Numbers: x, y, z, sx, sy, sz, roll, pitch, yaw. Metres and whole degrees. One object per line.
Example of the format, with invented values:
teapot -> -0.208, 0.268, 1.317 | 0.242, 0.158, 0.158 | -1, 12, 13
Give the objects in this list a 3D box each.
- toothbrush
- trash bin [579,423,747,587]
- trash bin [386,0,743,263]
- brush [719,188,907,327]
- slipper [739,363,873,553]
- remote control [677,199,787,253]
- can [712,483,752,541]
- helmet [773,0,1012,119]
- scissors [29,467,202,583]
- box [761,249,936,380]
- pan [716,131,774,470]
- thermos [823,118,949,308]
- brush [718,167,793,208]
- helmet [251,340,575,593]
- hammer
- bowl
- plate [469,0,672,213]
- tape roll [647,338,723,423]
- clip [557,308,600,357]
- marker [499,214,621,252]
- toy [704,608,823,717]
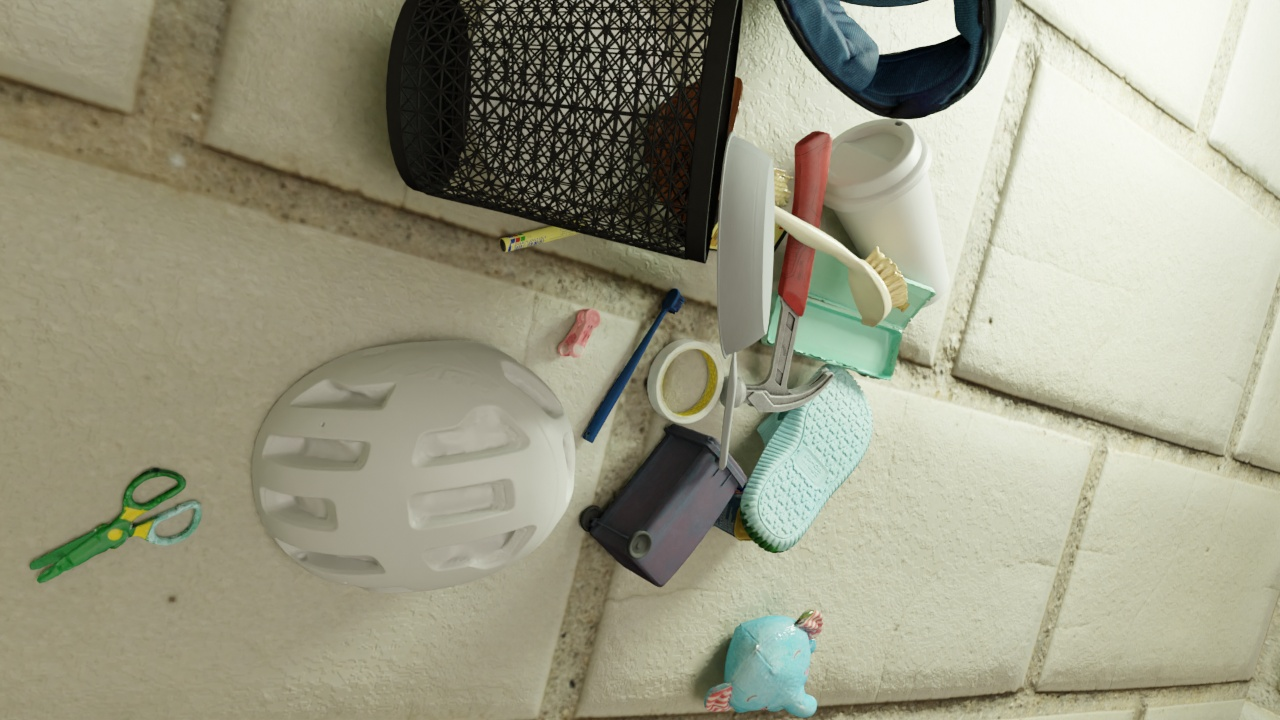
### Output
toothbrush -> -0.006, 0.006, 0.980 | 0.017, 0.016, 0.190 | 39, 79, -42
trash bin -> 0.030, 0.151, 0.995 | 0.160, 0.094, 0.092 | -50, 124, -17
trash bin -> -0.054, -0.201, 0.730 | 0.243, 0.216, 0.217 | 8, 99, 5
brush -> 0.180, -0.125, 0.962 | 0.272, 0.062, 0.077 | 32, 77, -25
slipper -> 0.190, 0.116, 1.085 | 0.116, 0.070, 0.275 | 45, 55, -5
remote control -> 0.105, -0.144, 1.003 | 0.133, 0.013, 0.058 | 2, 133, -35
can -> 0.132, 0.180, 1.092 | 0.099, 0.059, 0.054 | 5, 99, -36
helmet -> 0.250, -0.432, 0.910 | 0.316, 0.250, 0.235 | 49, 44, -32
scissors -> -0.417, 0.143, 0.734 | 0.130, 0.014, 0.071 | -37, 120, -23
box -> 0.244, -0.057, 1.091 | 0.187, 0.057, 0.138 | 17, 103, -23
pan -> 0.095, -0.036, 0.865 | 0.200, 0.051, 0.357 | -71, 161, -55
thermos -> 0.299, -0.163, 1.089 | 0.131, 0.132, 0.222 | -49, 131, -15
brush -> 0.118, -0.192, 1.002 | 0.117, 0.039, 0.049 | 5, 98, -38
helmet -> -0.197, 0.096, 0.822 | 0.282, 0.184, 0.224 | 0, 98, -14
hammer -> 0.174, -0.093, 1.019 | 0.126, 0.036, 0.316 | 2, 109, -15
bowl -> 0.041, -0.213, 0.896 | 0.069, 0.147, 0.147 | 16, 92, -7
plate -> -0.054, -0.255, 0.872 | 0.228, 0.030, 0.229 | -9, 107, -33
tape roll -> 0.051, 0.023, 1.021 | 0.093, 0.019, 0.094 | -9, 106, -32
clip -> -0.059, -0.026, 0.924 | 0.060, 0.044, 0.023 | -47, 128, 0
marker -> -0.076, -0.127, 0.899 | 0.132, 0.014, 0.014 | -19, 112, -30
toy -> 0.171, 0.401, 1.153 | 0.183, 0.115, 0.181 | -38, 132, -10
